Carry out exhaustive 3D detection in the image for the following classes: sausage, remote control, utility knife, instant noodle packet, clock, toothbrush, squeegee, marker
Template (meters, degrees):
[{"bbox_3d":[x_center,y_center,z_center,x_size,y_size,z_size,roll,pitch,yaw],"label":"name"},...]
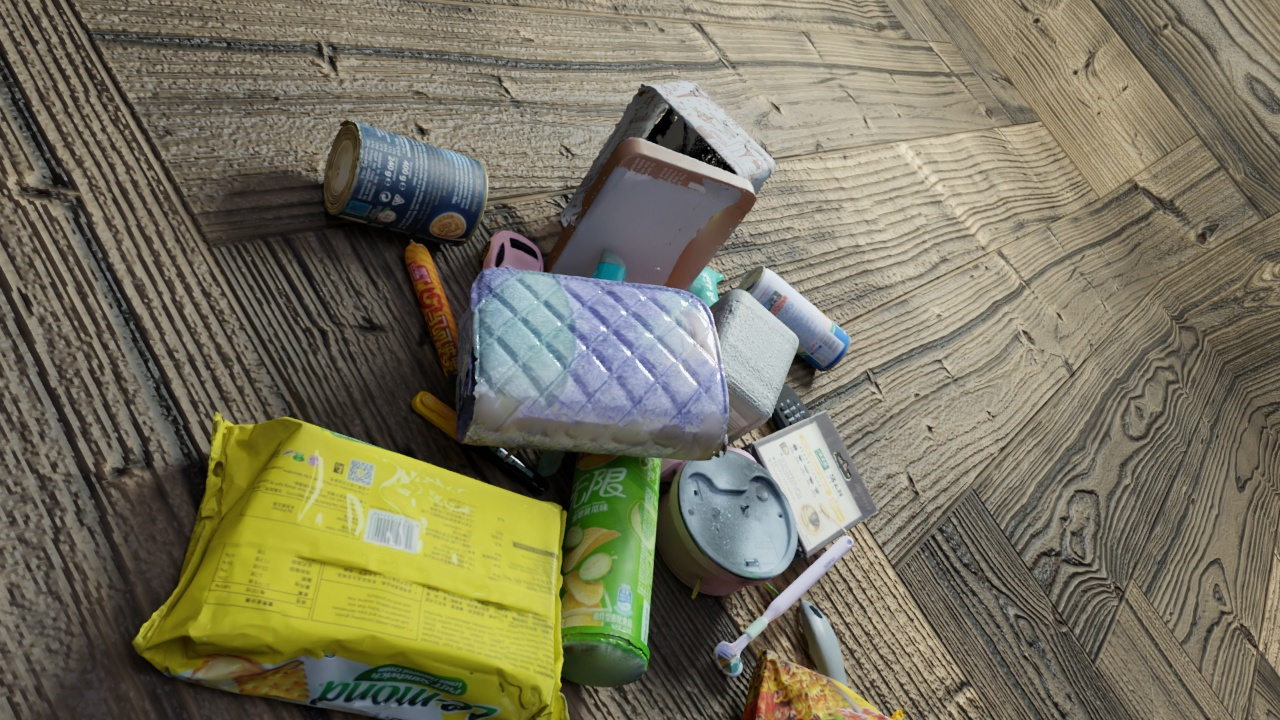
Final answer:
[{"bbox_3d":[-0.155,-0.026,0.718,0.021,0.022,0.165,-3,62,-45],"label":"sausage"},{"bbox_3d":[0.169,0.086,0.939,0.053,0.024,0.136,-20,75,-47],"label":"remote control"},{"bbox_3d":[-0.048,-0.001,0.749,0.029,0.013,0.207,12,68,12],"label":"utility knife"},{"bbox_3d":[0.138,0.290,0.692,0.128,0.044,0.110,25,47,0],"label":"instant noodle packet"},{"bbox_3d":[0.063,0.122,0.772,0.117,0.060,0.158,7,54,-32],"label":"clock"},{"bbox_3d":[0.127,0.201,0.778,0.188,0.021,0.029,-31,89,-38],"label":"toothbrush"},{"bbox_3d":[0.167,0.309,0.746,0.246,0.039,0.246,20,47,-31],"label":"squeegee"},{"bbox_3d":[-0.118,0.063,0.687,0.124,0.015,0.018,39,44,-17],"label":"marker"}]

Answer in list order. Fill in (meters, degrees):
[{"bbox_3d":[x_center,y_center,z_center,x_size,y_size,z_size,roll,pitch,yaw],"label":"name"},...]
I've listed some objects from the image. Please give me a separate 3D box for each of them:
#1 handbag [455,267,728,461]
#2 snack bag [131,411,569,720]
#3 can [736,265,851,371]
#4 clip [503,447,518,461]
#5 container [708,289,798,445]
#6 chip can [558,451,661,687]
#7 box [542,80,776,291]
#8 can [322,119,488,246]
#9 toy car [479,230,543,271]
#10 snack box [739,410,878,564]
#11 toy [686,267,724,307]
[{"bbox_3d":[-0.036,0.007,0.677,0.193,0.076,0.134,6,51,-18],"label":"handbag"},{"bbox_3d":[-0.150,0.127,0.553,0.246,0.068,0.157,22,45,-24],"label":"snack bag"},{"bbox_3d":[0.169,-0.047,1.023,0.134,0.053,0.053,37,40,-16],"label":"can"},{"bbox_3d":[-0.107,0.025,0.706,0.083,0.035,0.104,48,33,0],"label":"clip"},{"bbox_3d":[0.082,0.011,0.866,0.090,0.090,0.114,39,43,-13],"label":"container"},{"bbox_3d":[-0.022,0.128,0.682,0.072,0.073,0.220,30,42,-24],"label":"chip can"},{"bbox_3d":[0.001,-0.131,0.824,0.153,0.183,0.177,48,38,12],"label":"box"},{"bbox_3d":[-0.189,-0.140,0.733,0.111,0.076,0.075,11,53,-38],"label":"can"},{"bbox_3d":[-0.109,-0.062,0.780,0.056,0.037,0.122,24,47,-27],"label":"toy car"},{"bbox_3d":[0.152,0.119,0.867,0.125,0.053,0.113,-15,76,-50],"label":"snack box"},{"bbox_3d":[0.060,-0.063,0.951,0.096,0.030,0.091,6,53,-34],"label":"toy"}]
